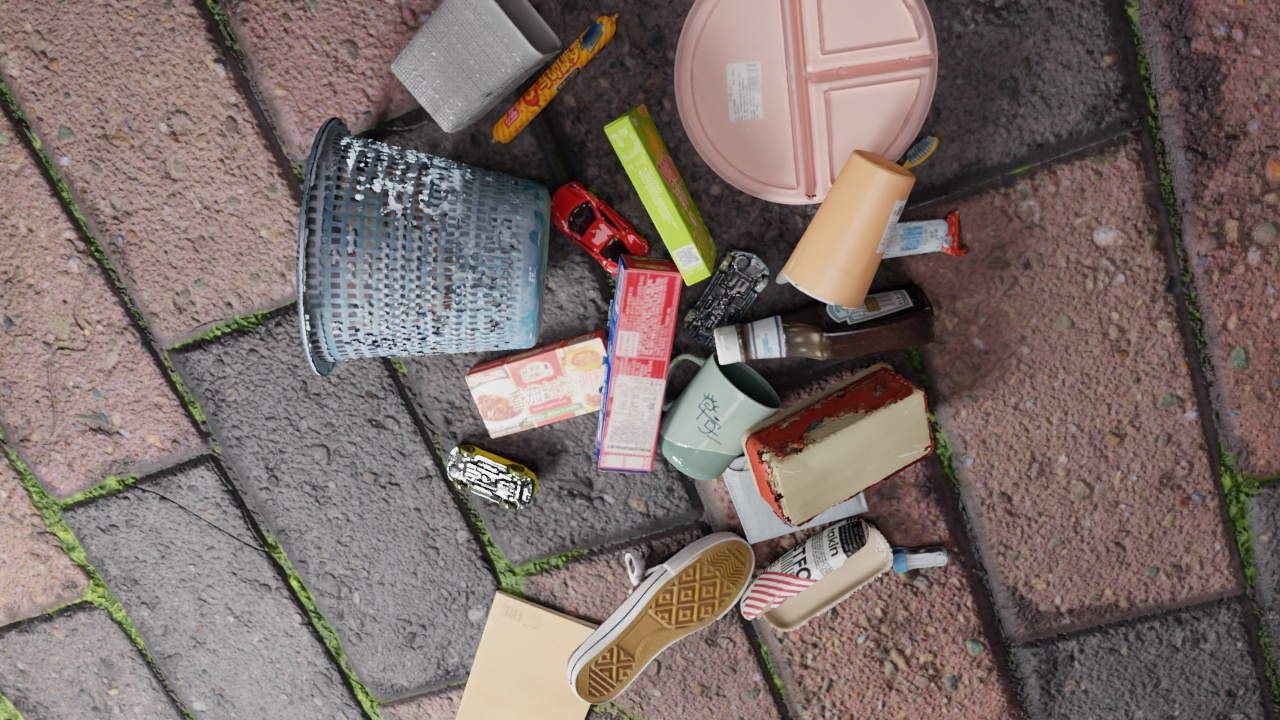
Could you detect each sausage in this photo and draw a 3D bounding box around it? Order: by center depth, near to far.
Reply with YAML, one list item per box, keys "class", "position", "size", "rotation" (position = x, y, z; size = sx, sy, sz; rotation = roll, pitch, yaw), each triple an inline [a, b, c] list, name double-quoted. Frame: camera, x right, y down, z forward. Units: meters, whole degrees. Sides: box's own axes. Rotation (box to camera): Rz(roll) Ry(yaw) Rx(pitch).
- class: "sausage"
  position: [-0.079, -0.254, 0.832]
  size: [0.165, 0.021, 0.021]
  rotation: [-41, 101, 20]

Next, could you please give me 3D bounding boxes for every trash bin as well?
- class: "trash bin"
  position: [-0.182, -0.092, 0.823]
  size: [0.195, 0.226, 0.227]
  rotation: [4, 112, -8]

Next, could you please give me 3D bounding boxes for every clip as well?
- class: "clip"
  position: [0.293, 0.207, 0.965]
  size: [0.058, 0.035, 0.025]
  rotation: [-10, 108, 16]

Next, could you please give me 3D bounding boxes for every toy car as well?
- class: "toy car"
  position: [-0.041, -0.125, 0.873]
  size: [0.106, 0.031, 0.049]
  rotation: [41, 110, -7]
- class: "toy car"
  position: [0.082, -0.061, 0.879]
  size: [0.049, 0.031, 0.106]
  rotation: [30, 117, -8]
- class: "toy car"
  position: [-0.159, 0.122, 0.986]
  size: [0.105, 0.032, 0.048]
  rotation: [19, 113, 12]

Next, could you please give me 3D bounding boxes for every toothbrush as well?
- class: "toothbrush"
  position: [0.194, -0.135, 0.840]
  size: [0.192, 0.018, 0.016]
  rotation: [-43, 63, 21]

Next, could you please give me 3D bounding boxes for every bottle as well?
- class: "bottle"
  position: [0.167, -0.029, 0.850]
  size: [0.195, 0.079, 0.044]
  rotation: [-9, 116, 6]

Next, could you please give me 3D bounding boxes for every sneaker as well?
- class: "sneaker"
  position: [0.014, 0.263, 0.990]
  size: [0.241, 0.088, 0.118]
  rotation: [-41, 114, -2]

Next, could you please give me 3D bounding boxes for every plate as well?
- class: "plate"
  position: [0.143, -0.248, 0.801]
  size: [0.229, 0.028, 0.230]
  rotation: [3, 112, 7]

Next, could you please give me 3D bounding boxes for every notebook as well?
- class: "notebook"
  position: [-0.128, 0.381, 1.094]
  size: [0.149, 0.012, 0.212]
  rotation: [20, 113, 1]

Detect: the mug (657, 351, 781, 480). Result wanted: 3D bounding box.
- class: "mug"
  position: [0.063, 0.048, 0.903]
  size: [0.112, 0.082, 0.106]
  rotation: [43, 113, 13]

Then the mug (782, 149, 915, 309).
- class: "mug"
  position: [0.186, -0.116, 0.801]
  size: [0.078, 0.078, 0.123]
  rotation: [23, 115, -2]

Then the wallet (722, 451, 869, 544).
- class: "wallet"
  position: [0.157, 0.128, 0.941]
  size: [0.130, 0.037, 0.106]
  rotation: [-18, 108, 13]

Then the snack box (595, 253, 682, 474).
- class: "snack box"
  position: [-0.005, 0.005, 0.879]
  size: [0.058, 0.057, 0.208]
  rotation: [5, 111, -9]

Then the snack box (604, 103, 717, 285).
- class: "snack box"
  position: [0.022, -0.150, 0.825]
  size: [0.026, 0.085, 0.156]
  rotation: [-24, 106, 18]

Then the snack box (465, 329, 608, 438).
- class: "snack box"
  position: [-0.096, 0.025, 0.942]
  size: [0.153, 0.025, 0.075]
  rotation: [-15, 109, 14]

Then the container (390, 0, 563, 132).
- class: "container"
  position: [-0.145, -0.268, 0.802]
  size: [0.114, 0.090, 0.090]
  rotation: [-36, 102, 22]

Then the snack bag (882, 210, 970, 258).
- class: "snack bag"
  position: [0.245, -0.111, 0.838]
  size: [0.105, 0.026, 0.045]
  rotation: [-5, 86, 13]

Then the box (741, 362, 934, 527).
- class: "box"
  position: [0.189, 0.080, 0.856]
  size: [0.168, 0.078, 0.091]
  rotation: [-26, 120, -10]

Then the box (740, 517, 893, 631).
- class: "box"
  position: [0.187, 0.231, 0.959]
  size: [0.162, 0.075, 0.087]
  rotation: [-42, 106, 18]
